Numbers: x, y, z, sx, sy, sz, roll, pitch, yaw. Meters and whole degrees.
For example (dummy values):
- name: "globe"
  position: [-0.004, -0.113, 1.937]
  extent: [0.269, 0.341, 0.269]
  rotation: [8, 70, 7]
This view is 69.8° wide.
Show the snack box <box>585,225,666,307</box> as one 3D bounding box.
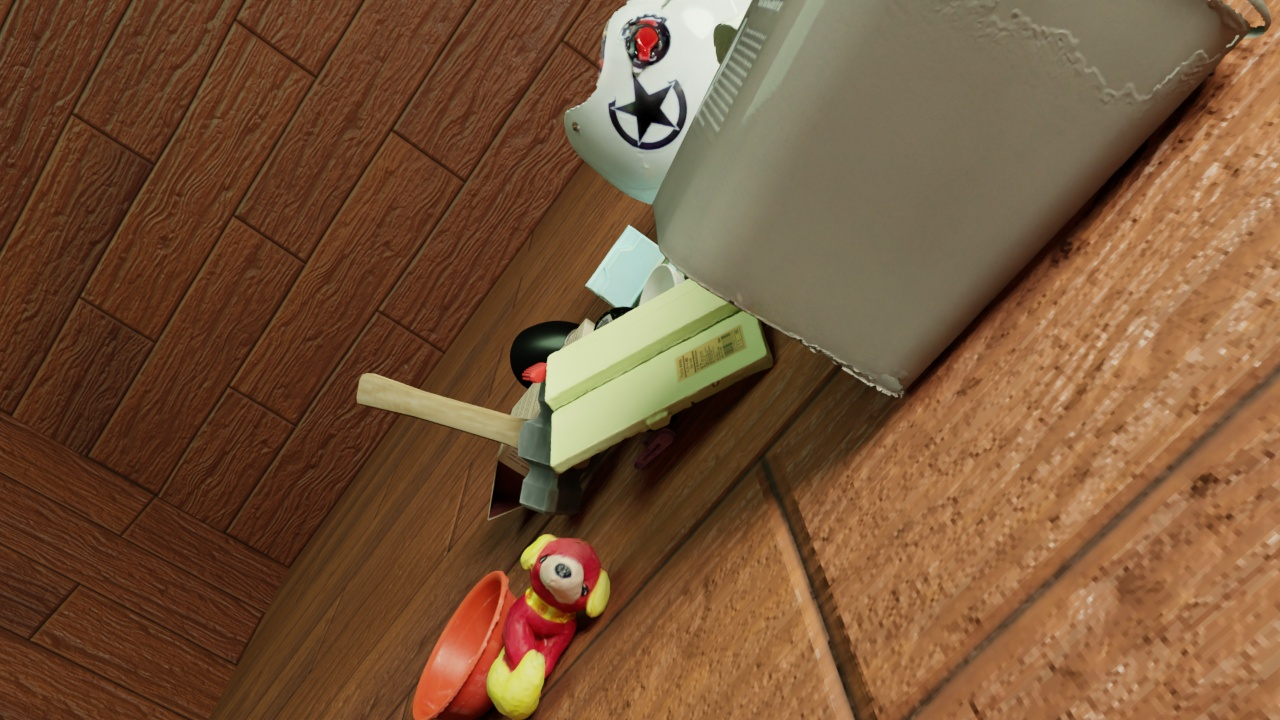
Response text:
- name: "snack box"
  position: [-0.013, -0.092, 0.966]
  extent: [0.075, 0.053, 0.174]
  rotation: [-55, 1, 3]

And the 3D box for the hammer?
- name: "hammer"
  position: [-0.173, 0.055, 0.895]
  extent: [0.323, 0.051, 0.117]
  rotation: [11, 91, 39]

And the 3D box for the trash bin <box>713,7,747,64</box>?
- name: "trash bin"
  position: [0.152, -0.211, 0.613]
  extent: [0.161, 0.133, 0.133]
  rotation: [-34, 16, 0]

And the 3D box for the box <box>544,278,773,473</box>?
- name: "box"
  position: [0.007, 0.001, 0.710]
  extent: [0.187, 0.024, 0.137]
  rotation: [-27, 38, 17]

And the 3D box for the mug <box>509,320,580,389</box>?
- name: "mug"
  position: [-0.095, 0.010, 1.085]
  extent: [0.100, 0.084, 0.118]
  rotation: [-10, 76, 53]

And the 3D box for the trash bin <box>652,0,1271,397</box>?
- name: "trash bin"
  position: [0.127, -0.125, 0.469]
  extent: [0.220, 0.197, 0.197]
  rotation: [-57, 13, 19]

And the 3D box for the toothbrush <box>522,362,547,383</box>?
- name: "toothbrush"
  position: [-0.038, -0.016, 0.861]
  extent: [0.018, 0.012, 0.211]
  rotation: [6, 20, 34]

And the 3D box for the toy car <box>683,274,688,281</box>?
- name: "toy car"
  position: [0.072, -0.083, 0.817]
  extent: [0.113, 0.039, 0.039]
  rotation: [167, 112, -67]

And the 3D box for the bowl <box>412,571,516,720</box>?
- name: "bowl"
  position: [-0.128, 0.237, 0.738]
  extent: [0.131, 0.045, 0.130]
  rotation: [-50, 16, 20]

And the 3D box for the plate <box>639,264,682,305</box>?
- name: "plate"
  position: [0.024, -0.036, 0.845]
  extent: [0.104, 0.026, 0.104]
  rotation: [-174, 91, -71]

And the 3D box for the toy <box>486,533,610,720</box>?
- name: "toy"
  position: [-0.069, 0.187, 0.654]
  extent: [0.105, 0.067, 0.137]
  rotation: [-111, 44, -75]

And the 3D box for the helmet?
- name: "helmet"
  position: [0.067, -0.270, 0.935]
  extent: [0.265, 0.163, 0.236]
  rotation: [-51, -11, 23]

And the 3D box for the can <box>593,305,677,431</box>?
- name: "can"
  position: [-0.005, 0.005, 0.786]
  extent: [0.054, 0.054, 0.137]
  rotation: [-51, 30, 18]

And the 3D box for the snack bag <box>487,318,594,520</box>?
- name: "snack bag"
  position: [-0.091, 0.069, 0.935]
  extent: [0.207, 0.070, 0.094]
  rotation: [-49, 16, 24]

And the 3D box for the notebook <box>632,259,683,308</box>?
- name: "notebook"
  position: [0.051, -0.114, 1.004]
  extent: [0.253, 0.010, 0.181]
  rotation: [-37, 23, 49]

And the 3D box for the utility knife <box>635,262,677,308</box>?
- name: "utility knife"
  position: [0.024, -0.080, 0.949]
  extent: [0.176, 0.022, 0.016]
  rotation: [-58, 17, -24]

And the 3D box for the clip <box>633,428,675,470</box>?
- name: "clip"
  position: [0.009, 0.072, 0.734]
  extent: [0.046, 0.014, 0.050]
  rotation: [-58, 13, -10]
